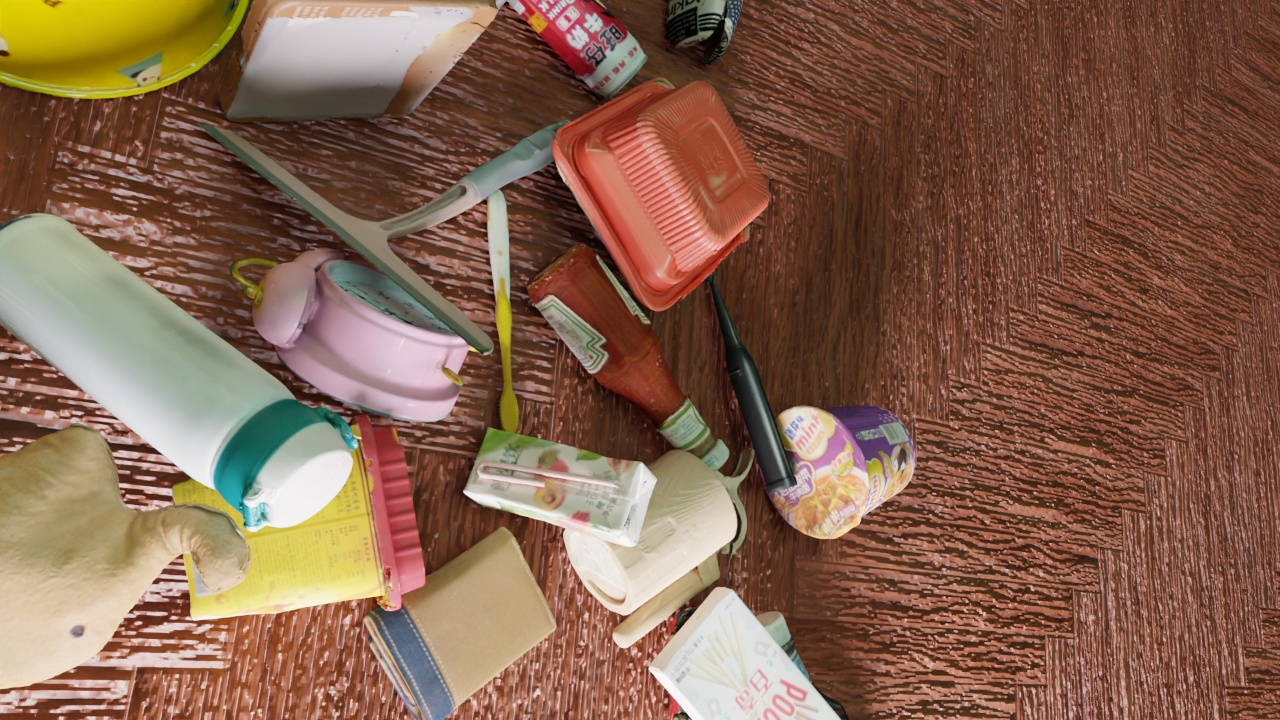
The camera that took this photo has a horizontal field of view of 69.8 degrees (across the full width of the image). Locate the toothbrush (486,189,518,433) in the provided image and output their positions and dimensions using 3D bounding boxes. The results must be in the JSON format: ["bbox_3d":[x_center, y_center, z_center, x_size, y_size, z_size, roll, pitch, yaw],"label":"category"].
[{"bbox_3d":[-0.105,-0.039,0.688,0.016,0.018,0.191,1,78,-30],"label":"toothbrush"}]

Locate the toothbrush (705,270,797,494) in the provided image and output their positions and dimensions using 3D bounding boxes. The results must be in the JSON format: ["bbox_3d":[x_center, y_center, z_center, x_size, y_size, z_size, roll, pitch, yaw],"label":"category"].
[{"bbox_3d":[0.085,0.008,0.779,0.027,0.026,0.212,-11,78,-41],"label":"toothbrush"}]

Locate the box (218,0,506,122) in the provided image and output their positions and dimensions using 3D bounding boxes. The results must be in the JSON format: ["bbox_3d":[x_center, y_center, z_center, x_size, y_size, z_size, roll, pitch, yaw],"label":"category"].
[{"bbox_3d":[-0.185,-0.238,0.578,0.191,0.183,0.156,-36,100,-35],"label":"box"}]

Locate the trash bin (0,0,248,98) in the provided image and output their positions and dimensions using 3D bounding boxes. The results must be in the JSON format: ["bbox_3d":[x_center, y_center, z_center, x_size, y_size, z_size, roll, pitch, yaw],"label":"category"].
[{"bbox_3d":[-0.298,-0.295,0.470,0.229,0.256,0.229,7,77,-32],"label":"trash bin"}]

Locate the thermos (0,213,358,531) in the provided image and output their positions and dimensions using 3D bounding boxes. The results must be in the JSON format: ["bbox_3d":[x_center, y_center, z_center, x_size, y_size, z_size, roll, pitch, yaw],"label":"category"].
[{"bbox_3d":[-0.252,0.005,0.491,0.224,0.073,0.073,33,60,12],"label":"thermos"}]

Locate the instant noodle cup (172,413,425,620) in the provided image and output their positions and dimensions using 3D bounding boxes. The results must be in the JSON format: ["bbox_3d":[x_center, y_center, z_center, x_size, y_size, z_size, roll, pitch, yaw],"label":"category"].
[{"bbox_3d":[-0.203,0.099,0.548,0.123,0.116,0.116,-10,85,-22],"label":"instant noodle cup"}]

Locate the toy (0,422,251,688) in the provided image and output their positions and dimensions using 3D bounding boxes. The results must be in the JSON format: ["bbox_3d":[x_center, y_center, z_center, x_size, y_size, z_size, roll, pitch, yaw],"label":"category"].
[{"bbox_3d":[-0.317,0.098,0.463,0.226,0.082,0.143,17,93,-11],"label":"toy"}]

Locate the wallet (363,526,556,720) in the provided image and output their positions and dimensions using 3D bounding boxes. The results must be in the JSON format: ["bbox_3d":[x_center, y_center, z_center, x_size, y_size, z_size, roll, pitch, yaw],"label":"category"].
[{"bbox_3d":[-0.120,0.180,0.625,0.115,0.033,0.090,-31,100,-34],"label":"wallet"}]

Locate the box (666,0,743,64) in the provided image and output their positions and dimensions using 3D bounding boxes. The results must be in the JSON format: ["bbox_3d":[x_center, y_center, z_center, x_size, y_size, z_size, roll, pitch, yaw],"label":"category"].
[{"bbox_3d":[0.078,-0.345,0.831,0.081,0.075,0.163,25,66,-36],"label":"box"}]

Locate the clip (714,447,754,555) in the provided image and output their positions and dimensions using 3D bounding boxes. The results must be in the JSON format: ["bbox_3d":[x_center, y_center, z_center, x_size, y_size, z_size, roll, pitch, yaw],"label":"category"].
[{"bbox_3d":[0.065,0.112,0.755,0.061,0.034,0.097,16,68,-28],"label":"clip"}]

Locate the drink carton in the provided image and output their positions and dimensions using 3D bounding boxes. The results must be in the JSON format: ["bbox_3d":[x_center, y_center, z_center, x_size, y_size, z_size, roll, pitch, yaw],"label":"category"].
[{"bbox_3d":[-0.057,0.085,0.632,0.045,0.123,0.053,60,45,-61],"label":"drink carton"}]

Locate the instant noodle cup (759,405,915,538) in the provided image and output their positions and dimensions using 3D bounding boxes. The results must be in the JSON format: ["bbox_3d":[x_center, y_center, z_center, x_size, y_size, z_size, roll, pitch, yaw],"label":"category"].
[{"bbox_3d":[0.175,0.087,0.790,0.099,0.112,0.111,-9,86,-43],"label":"instant noodle cup"}]

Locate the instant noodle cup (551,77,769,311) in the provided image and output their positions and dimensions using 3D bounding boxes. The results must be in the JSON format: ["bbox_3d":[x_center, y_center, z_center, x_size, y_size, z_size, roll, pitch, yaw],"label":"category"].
[{"bbox_3d":[0.032,-0.147,0.741,0.164,0.079,0.188,58,42,-12],"label":"instant noodle cup"}]

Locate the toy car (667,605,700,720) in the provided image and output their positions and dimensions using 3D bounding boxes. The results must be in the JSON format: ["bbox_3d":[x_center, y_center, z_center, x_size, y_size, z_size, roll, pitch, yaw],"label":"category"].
[{"bbox_3d":[0.045,0.245,0.715,0.049,0.031,0.106,2,82,-27],"label":"toy car"}]

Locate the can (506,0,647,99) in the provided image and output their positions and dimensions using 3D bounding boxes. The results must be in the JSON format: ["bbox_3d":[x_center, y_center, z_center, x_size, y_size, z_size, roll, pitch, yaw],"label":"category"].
[{"bbox_3d":[-0.057,-0.276,0.738,0.132,0.053,0.053,43,62,-18],"label":"can"}]

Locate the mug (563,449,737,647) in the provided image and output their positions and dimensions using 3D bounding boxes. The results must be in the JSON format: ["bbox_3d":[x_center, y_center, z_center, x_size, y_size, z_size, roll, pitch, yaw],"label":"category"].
[{"bbox_3d":[0.010,0.144,0.694,0.103,0.084,0.125,-30,124,-31],"label":"mug"}]

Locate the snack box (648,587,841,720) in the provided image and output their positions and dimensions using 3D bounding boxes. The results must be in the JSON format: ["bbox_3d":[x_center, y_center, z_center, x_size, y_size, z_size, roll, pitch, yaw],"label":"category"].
[{"bbox_3d":[0.085,0.259,0.700,0.084,0.027,0.157,-44,100,-25],"label":"snack box"}]

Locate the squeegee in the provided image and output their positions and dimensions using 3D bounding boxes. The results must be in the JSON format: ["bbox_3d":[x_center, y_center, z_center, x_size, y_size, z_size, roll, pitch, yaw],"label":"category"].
[{"bbox_3d":[-0.128,-0.124,0.662,0.247,0.040,0.248,38,45,12],"label":"squeegee"}]

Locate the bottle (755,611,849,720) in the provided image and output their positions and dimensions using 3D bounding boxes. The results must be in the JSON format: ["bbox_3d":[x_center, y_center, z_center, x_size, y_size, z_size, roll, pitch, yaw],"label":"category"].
[{"bbox_3d":[0.135,0.303,0.755,0.079,0.044,0.195,-23,92,-34],"label":"bottle"}]

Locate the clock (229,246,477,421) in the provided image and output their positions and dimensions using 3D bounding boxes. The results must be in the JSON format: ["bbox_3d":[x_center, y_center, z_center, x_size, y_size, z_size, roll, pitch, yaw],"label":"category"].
[{"bbox_3d":[-0.179,-0.024,0.575,0.158,0.117,0.060,25,104,-8],"label":"clock"}]

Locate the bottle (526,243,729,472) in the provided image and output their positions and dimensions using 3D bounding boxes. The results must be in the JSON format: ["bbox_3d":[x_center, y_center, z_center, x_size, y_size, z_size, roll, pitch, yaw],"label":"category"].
[{"bbox_3d":[-0.004,0.004,0.710,0.206,0.060,0.059,51,59,-10],"label":"bottle"}]
